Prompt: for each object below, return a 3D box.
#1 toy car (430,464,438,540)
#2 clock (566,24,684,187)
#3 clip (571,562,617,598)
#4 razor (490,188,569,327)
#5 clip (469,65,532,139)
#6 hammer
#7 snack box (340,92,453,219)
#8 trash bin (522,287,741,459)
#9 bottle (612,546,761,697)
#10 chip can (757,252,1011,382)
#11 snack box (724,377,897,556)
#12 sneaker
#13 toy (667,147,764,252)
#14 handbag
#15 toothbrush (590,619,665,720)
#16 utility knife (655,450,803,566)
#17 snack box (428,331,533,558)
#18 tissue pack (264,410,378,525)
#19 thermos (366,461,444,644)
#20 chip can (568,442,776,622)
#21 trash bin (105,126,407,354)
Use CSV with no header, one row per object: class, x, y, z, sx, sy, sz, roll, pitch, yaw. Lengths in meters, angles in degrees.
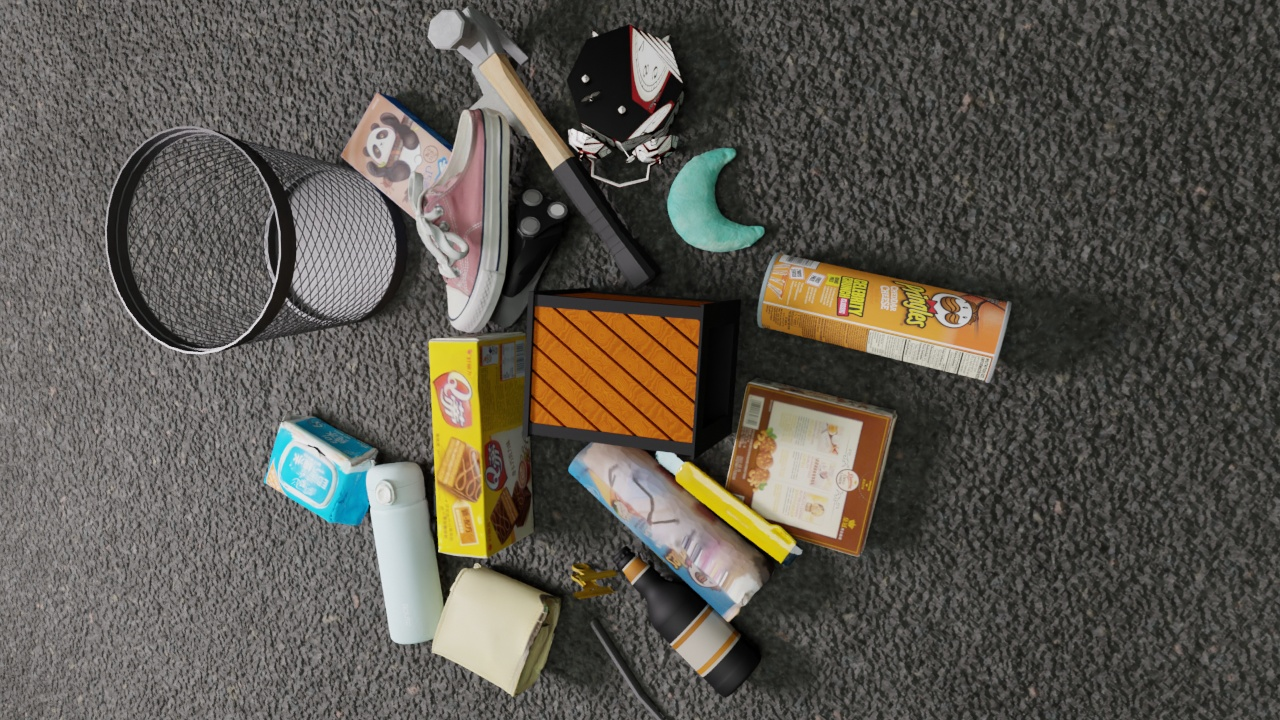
toy car,-0.215,0.159,1.058,0.046,0.034,0.112,4,98,20
clock,-0.016,-0.250,0.908,0.115,0.065,0.154,4,91,4
clip,-0.056,0.237,1.006,0.045,0.054,0.049,-53,52,37
razor,-0.127,-0.105,0.990,0.057,0.060,0.157,27,124,4
clip,-0.164,-0.268,0.990,0.058,0.050,0.102,-38,81,7
hammer,-0.087,-0.214,0.939,0.039,0.131,0.328,-34,93,20
snack box,-0.257,-0.221,1.032,0.151,0.034,0.087,40,107,11
trash bin,-0.005,0.005,0.908,0.172,0.139,0.140,6,98,19
bottle,0.042,0.266,0.962,0.181,0.059,0.059,43,108,11
chip can,0.223,-0.042,0.854,0.215,0.075,0.075,15,100,18
snack box,0.165,0.103,0.909,0.147,0.041,0.143,14,100,18
sneaker,-0.193,-0.144,0.963,0.118,0.087,0.241,36,124,56
toy,0.071,-0.155,0.923,0.085,0.033,0.105,-21,88,10
handbag,-0.157,0.300,1.032,0.119,0.081,0.111,20,95,19
toothbrush,-0.006,0.358,1.015,0.013,0.012,0.167,-38,83,27
utility knife,0.084,0.141,0.913,0.179,0.017,0.030,36,104,13
snack box,-0.170,0.087,0.993,0.062,0.109,0.230,1,96,21
tissue pack,-0.382,0.129,1.101,0.144,0.061,0.093,25,103,16
thermos,-0.272,0.219,1.065,0.065,0.078,0.207,-6,96,8
chip can,0.031,0.164,0.947,0.229,0.079,0.080,41,107,11
trash bin,-0.396,-0.126,0.990,0.218,0.227,0.218,2,96,20
